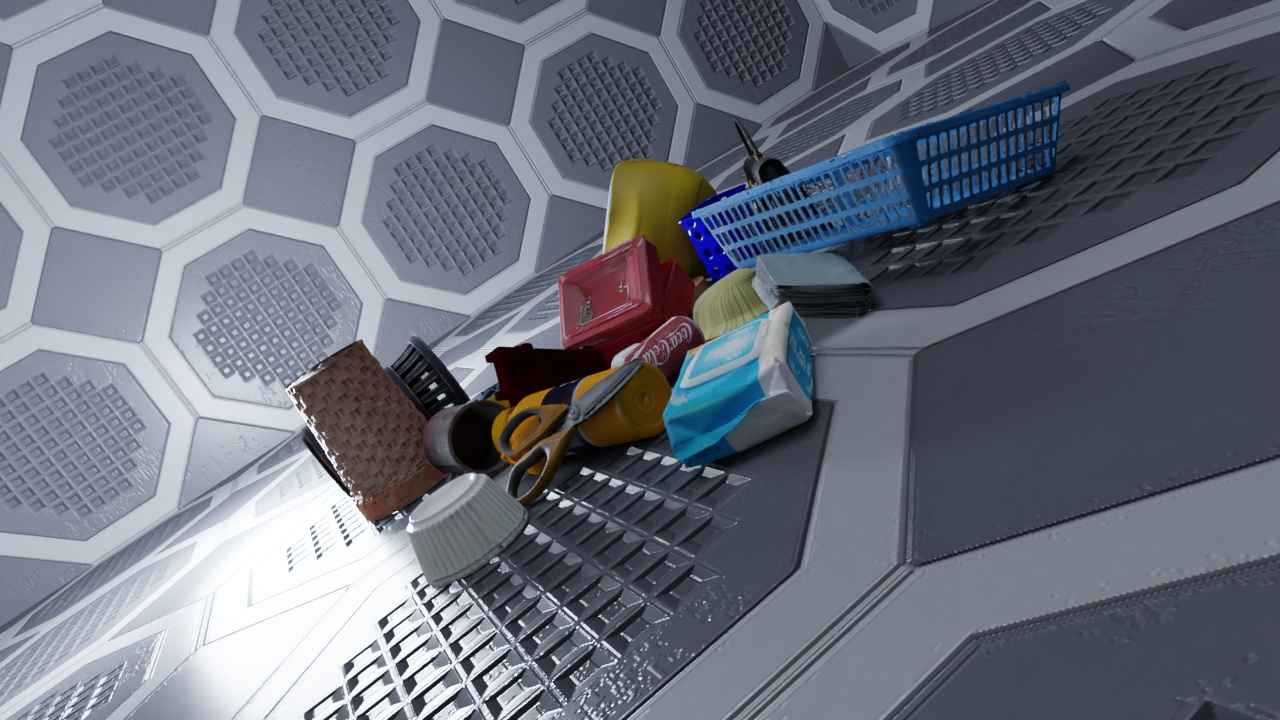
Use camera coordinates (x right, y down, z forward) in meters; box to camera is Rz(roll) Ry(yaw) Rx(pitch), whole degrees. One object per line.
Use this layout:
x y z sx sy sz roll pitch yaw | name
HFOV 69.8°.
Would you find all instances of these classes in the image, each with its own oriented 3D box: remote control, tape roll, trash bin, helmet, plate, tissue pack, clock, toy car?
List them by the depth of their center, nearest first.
0.090 0.015 0.799 0.117 0.066 0.208 -26 12 19 | tissue pack
-0.112 0.021 1.087 0.062 0.070 0.169 -28 -19 37 | toy car
-0.007 0.007 1.128 0.060 0.028 0.114 -33 13 -2 | remote control
0.126 -0.088 1.159 0.184 0.036 0.184 -30 13 7 | plate
-0.366 0.090 1.244 0.151 0.210 0.151 -30 14 8 | trash bin
-0.220 0.075 1.304 0.119 0.057 0.083 -27 14 20 | clock
0.058 -0.086 1.330 0.094 0.027 0.094 -30 13 7 | tape roll
0.061 -0.200 1.406 0.140 0.209 0.239 7 0 39 | helmet
-0.391 0.093 1.420 0.227 0.164 0.164 -39 14 -15 | trash bin

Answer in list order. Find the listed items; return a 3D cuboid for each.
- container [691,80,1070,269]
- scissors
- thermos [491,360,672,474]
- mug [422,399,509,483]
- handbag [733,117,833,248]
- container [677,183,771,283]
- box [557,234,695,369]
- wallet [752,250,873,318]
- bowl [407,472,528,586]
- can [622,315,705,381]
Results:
0.257 -0.189 1.016 0.256 0.089 0.363 -22 7 -27 | container
-0.068 0.068 0.889 0.230 0.016 0.113 -33 54 38 | scissors
-0.075 0.064 0.962 0.233 0.076 0.091 -17 14 46 | thermos
-0.215 0.112 1.123 0.110 0.096 0.122 -17 49 63 | mug
0.181 -0.253 1.288 0.072 0.196 0.175 -30 13 7 | handbag
0.126 -0.173 1.296 0.085 0.113 0.084 -12 23 51 | container
-0.016 -0.064 1.246 0.158 0.126 0.136 -21 54 31 | box
0.170 -0.074 0.922 0.100 0.054 0.131 -4 15 0 | wallet
-0.172 0.155 0.880 0.115 0.062 0.115 -30 13 8 | bowl
0.026 -0.006 1.044 0.096 0.054 0.054 -39 15 -30 | can
